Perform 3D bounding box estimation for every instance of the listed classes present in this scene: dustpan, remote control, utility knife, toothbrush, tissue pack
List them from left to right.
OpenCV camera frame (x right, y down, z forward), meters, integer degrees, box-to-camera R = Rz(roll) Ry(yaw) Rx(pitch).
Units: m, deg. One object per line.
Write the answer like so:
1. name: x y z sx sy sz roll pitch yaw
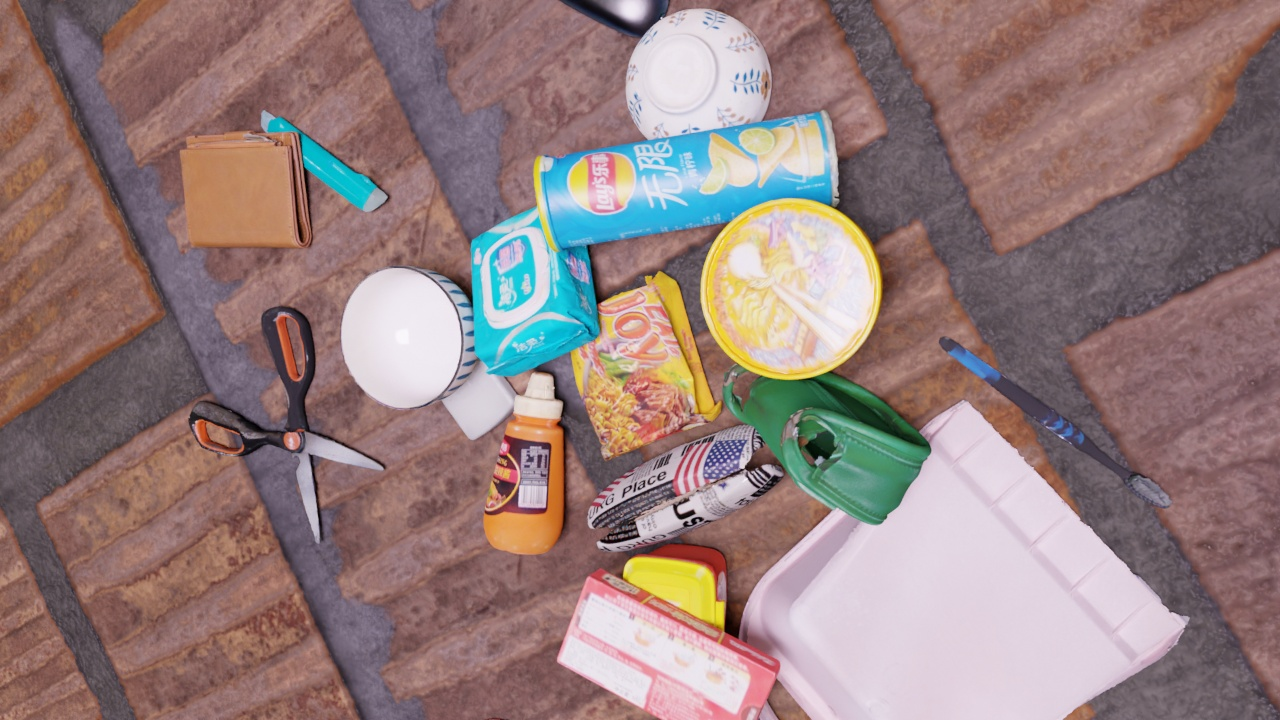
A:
1. utility knife: -0.292 -0.183 0.837 0.166 0.013 0.029 37 105 16
2. remote control: -0.168 -0.004 0.805 0.058 0.021 0.150 -39 82 19
3. tissue pack: -0.087 -0.055 0.729 0.093 0.050 0.133 -24 57 21
4. remote control: -0.040 -0.303 0.726 0.136 0.024 0.053 33 104 14
5. dustpan: 0.209 0.198 0.697 0.273 0.139 0.222 -37 80 -9
6. toothbrush: 0.290 0.042 0.647 0.189 0.016 0.014 39 99 13

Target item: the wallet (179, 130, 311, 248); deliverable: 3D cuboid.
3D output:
1. wallet: -0.370 -0.159 0.855 0.132 0.031 0.108 3 103 21

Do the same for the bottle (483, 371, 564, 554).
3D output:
1. bottle: -0.091 0.084 0.769 0.067 0.066 0.149 8 91 19

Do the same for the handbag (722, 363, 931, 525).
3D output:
1. handbag: 0.127 0.048 0.638 0.120 0.131 0.068 26 104 -26

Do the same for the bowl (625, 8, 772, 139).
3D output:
1. bowl: 0.037 -0.210 0.689 0.114 0.062 0.113 3 97 21

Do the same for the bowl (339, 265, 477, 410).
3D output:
1. bowl: -0.181 -0.020 0.760 0.117 0.066 0.116 2 96 20

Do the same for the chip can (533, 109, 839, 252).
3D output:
1. chip can: 0.033 -0.130 0.665 0.210 0.071 0.071 -8 93 7

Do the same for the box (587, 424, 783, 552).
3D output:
1. box: 0.027 0.094 0.723 0.164 0.075 0.082 -26 76 23

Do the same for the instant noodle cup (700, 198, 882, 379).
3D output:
1. instant noodle cup: 0.114 -0.051 0.648 0.119 0.114 0.118 2 96 20

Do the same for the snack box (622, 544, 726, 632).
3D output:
1. snack box: 0.032 0.192 0.721 0.082 0.080 0.091 3 96 20

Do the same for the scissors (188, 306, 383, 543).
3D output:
1. scissors: -0.344 0.062 0.876 0.221 0.021 0.233 -4 93 21

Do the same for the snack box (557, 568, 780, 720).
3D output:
1. snack box: 0.019 0.220 0.672 0.153 0.025 0.075 23 102 16

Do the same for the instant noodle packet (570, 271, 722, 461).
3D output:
1. instant noodle packet: -0.004 0.004 0.736 0.111 0.044 0.128 -21 88 16
